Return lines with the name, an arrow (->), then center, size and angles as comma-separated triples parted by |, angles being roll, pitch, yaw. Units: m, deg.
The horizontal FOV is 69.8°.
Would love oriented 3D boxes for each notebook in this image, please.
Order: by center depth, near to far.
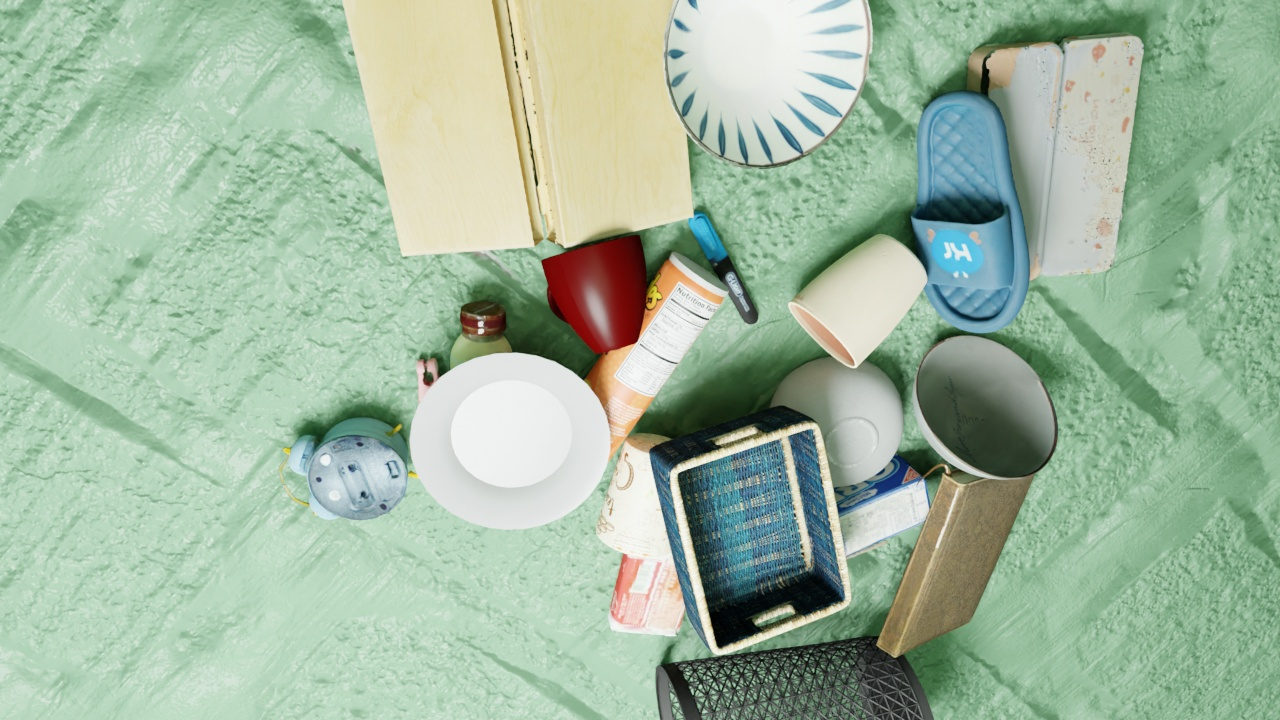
notebook -> 0.312, 0.199, 0.938 | 0.189, 0.034, 0.216 | -4, 118, -39

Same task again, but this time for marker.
marker -> 0.077, -0.083, 0.839 | 0.018, 0.015, 0.123 | -30, 115, 4

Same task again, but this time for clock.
clock -> -0.271, 0.102, 0.848 | 0.124, 0.051, 0.089 | -15, 116, -1

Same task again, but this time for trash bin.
trash bin -> 0.162, 0.400, 0.962 | 0.243, 0.217, 0.217 | -11, 114, -11

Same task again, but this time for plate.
plate -> -0.114, 0.070, 0.809 | 0.172, 0.019, 0.173 | -2, 113, -5

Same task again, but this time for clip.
clip -> -0.197, 0.025, 0.843 | 0.035, 0.022, 0.058 | -6, 108, -3

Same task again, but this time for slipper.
slipper -> 0.278, -0.126, 0.804 | 0.059, 0.104, 0.214 | -22, 108, -37

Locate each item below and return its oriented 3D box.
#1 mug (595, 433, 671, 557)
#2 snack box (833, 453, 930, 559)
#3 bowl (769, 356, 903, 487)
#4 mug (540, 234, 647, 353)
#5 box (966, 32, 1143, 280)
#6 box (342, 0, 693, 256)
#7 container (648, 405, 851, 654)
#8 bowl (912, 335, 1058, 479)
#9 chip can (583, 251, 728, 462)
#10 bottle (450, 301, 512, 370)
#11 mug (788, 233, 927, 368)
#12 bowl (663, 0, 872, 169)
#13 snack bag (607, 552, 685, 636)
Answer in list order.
mug -> 0.023, 0.125, 0.884 | 0.121, 0.081, 0.097 | 2, 107, -30
snack box -> 0.177, 0.168, 0.925 | 0.226, 0.059, 0.059 | -21, 115, -5
bowl -> 0.194, 0.066, 0.892 | 0.131, 0.064, 0.132 | -3, 113, -7
mug -> -0.041, -0.052, 0.793 | 0.086, 0.114, 0.088 | -20, 97, -43
box -> 0.366, -0.178, 0.830 | 0.148, 0.042, 0.216 | -8, 114, -9
box -> -0.092, -0.216, 0.728 | 0.261, 0.096, 0.248 | -7, 113, 1
container -> 0.099, 0.150, 0.831 | 0.145, 0.071, 0.187 | -17, 105, -13
bowl -> 0.322, 0.053, 0.888 | 0.150, 0.150, 0.057 | 10, 152, -12
chip can -> -0.005, 0.005, 0.838 | 0.062, 0.062, 0.211 | 30, 106, -19
bottle -> -0.144, 0.028, 0.832 | 0.056, 0.056, 0.162 | 2, 112, -9
mug -> 0.207, -0.051, 0.842 | 0.104, 0.085, 0.111 | -44, 140, -1
bowl -> 0.090, -0.248, 0.733 | 0.177, 0.071, 0.177 | -7, 114, -17
snack bag -> 0.014, 0.230, 0.952 | 0.077, 0.036, 0.116 | 8, 111, -12
